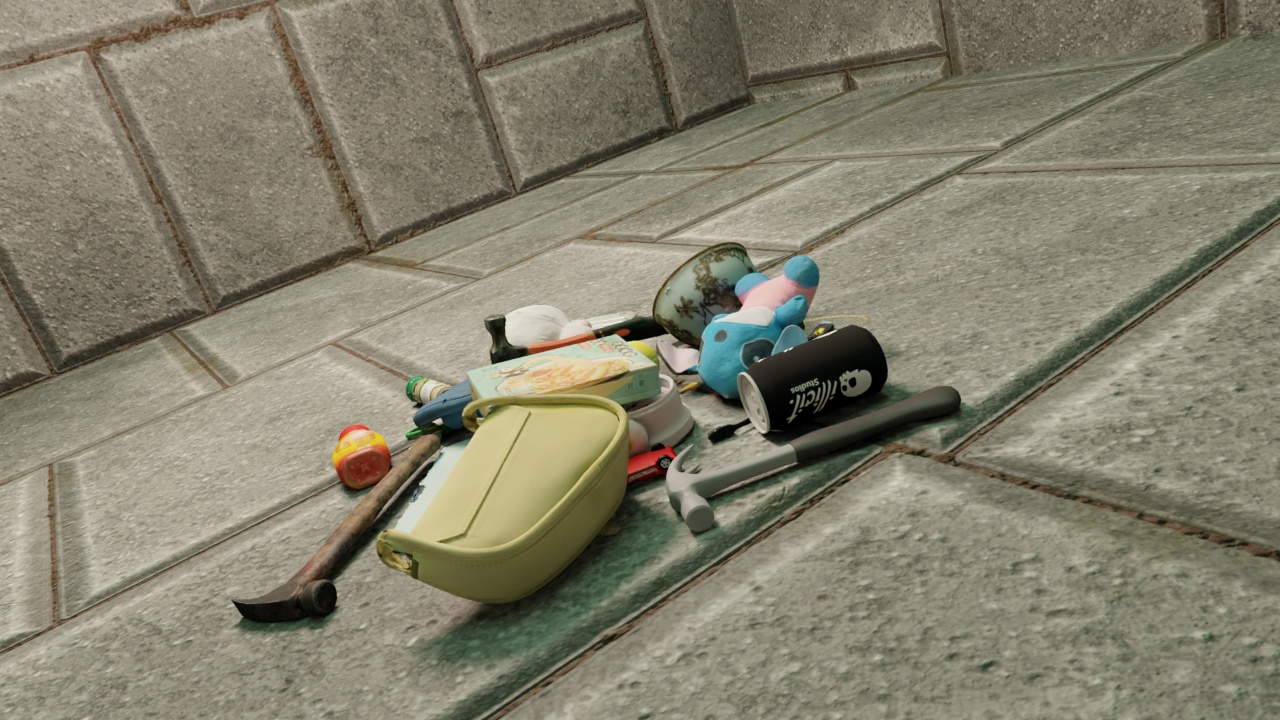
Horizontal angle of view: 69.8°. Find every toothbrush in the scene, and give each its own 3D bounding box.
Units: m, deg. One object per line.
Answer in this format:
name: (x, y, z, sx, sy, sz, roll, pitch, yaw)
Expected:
toothbrush: (0.157, 0.051, 1.034, 0.187, 0.014, 0.017, -22, 13, -14)

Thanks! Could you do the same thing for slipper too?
slipper: (-0.233, 0.059, 1.229, 0.214, 0.059, 0.103, -21, 11, 44)

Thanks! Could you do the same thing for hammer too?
hammer: (-0.050, -0.033, 1.307, 0.332, 0.133, 0.033, -15, 15, -19)
hammer: (-0.325, 0.178, 1.054, 0.120, 0.033, 0.329, -10, 22, 22)
hammer: (0.172, 0.083, 0.915, 0.310, 0.029, 0.125, -19, 20, -6)

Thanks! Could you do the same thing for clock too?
clock: (-0.014, 0.072, 1.053, 0.117, 0.059, 0.157, 5, 30, 47)

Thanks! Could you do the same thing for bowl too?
bowl: (0.106, -0.072, 1.254, 0.159, 0.160, 0.094, -26, 62, -22)

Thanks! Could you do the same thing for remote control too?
remote control: (-0.070, -0.059, 1.502, 0.134, 0.022, 0.050, -8, 22, 24)

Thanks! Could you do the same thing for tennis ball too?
tennis ball: (-0.007, 0.007, 1.209, 0.065, 0.065, 0.065, -15, 20, 5)

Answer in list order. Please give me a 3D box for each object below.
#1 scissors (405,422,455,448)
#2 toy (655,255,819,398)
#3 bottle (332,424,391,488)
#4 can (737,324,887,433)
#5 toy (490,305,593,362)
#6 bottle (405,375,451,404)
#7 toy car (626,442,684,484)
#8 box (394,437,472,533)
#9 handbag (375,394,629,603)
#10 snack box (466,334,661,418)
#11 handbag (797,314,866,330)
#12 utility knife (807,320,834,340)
scissors: (-0.274, 0.097, 1.271, 0.127, 0.011, 0.123, -14, 21, 14)
toy: (0.131, -0.038, 1.124, 0.225, 0.099, 0.191, -4, 48, 49)
bottle: (-0.375, 0.124, 1.228, 0.071, 0.048, 0.134, -23, 21, -16)
can: (0.186, 0.020, 0.991, 0.146, 0.080, 0.080, -21, 20, -10)
toy: (-0.132, -0.026, 1.371, 0.180, 0.102, 0.138, 8, 40, 16)
bottle: (-0.316, 0.050, 1.389, 0.042, 0.043, 0.110, -30, 24, -32)
toy car: (-0.001, 0.115, 0.977, 0.089, 0.025, 0.038, -20, 20, -4)
box: (-0.188, 0.128, 1.073, 0.176, 0.060, 0.243, -37, 14, 18)
handbag: (-0.118, 0.129, 0.878, 0.191, 0.089, 0.232, 13, 44, 16)
snack box: (-0.091, 0.026, 1.054, 0.193, 0.044, 0.141, -15, 20, -16)
handbag: (0.209, -0.038, 1.159, 0.083, 0.027, 0.178, -35, 16, -35)
utility knife: (0.215, -0.017, 1.160, 0.029, 0.020, 0.174, -4, 22, 28)
